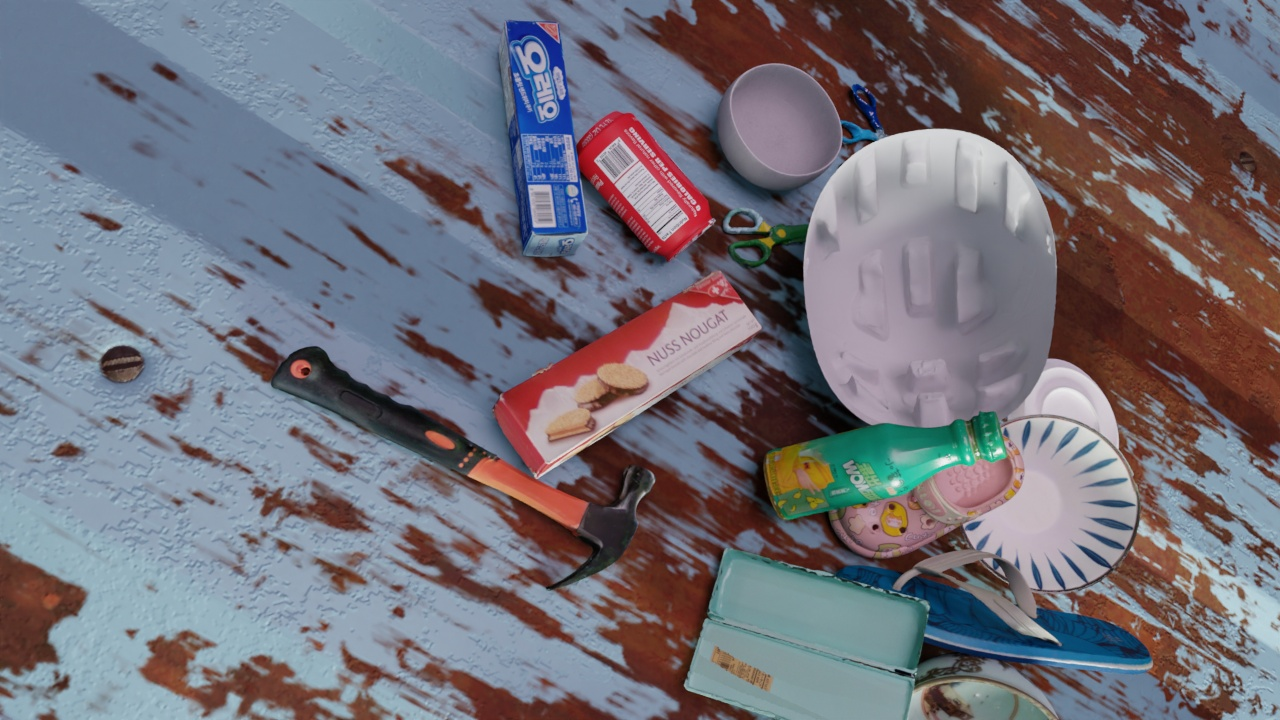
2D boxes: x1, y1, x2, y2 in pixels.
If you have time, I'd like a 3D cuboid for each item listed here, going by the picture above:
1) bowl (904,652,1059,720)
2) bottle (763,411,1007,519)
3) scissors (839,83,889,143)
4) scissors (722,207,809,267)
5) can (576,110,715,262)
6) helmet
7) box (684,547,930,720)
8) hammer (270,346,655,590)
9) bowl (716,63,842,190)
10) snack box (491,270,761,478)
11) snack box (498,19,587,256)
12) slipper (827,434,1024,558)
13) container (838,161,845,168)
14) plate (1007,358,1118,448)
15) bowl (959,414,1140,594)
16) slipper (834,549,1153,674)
[{"bbox_3d":[0.300,0.328,0.836,0.160,0.160,0.093,46,24,-3],"label":"bowl"},{"bbox_3d":[0.221,0.092,0.836,0.210,0.068,0.068,-16,77,21],"label":"bottle"},{"bbox_3d":[0.281,-0.269,1.063,0.133,0.015,0.103,20,68,-16],"label":"scissors"},{"bbox_3d":[0.145,-0.139,0.975,0.130,0.014,0.070,-14,80,-22],"label":"scissors"},{"bbox_3d":[0.004,-0.170,0.895,0.074,0.075,0.142,-41,91,-26],"label":"can"},{"bbox_3d":[0.269,-0.078,0.879,0.224,0.183,0.282,-11,113,11],"label":"helmet"},{"bbox_3d":[0.144,0.248,0.796,0.187,0.033,0.136,12,67,19],"label":"box"},{"bbox_3d":[-0.155,0.082,0.788,0.333,0.033,0.132,30,67,-9],"label":"hammer"},{"bbox_3d":[0.140,-0.240,0.973,0.131,0.064,0.131,6,72,-19],"label":"bowl"},{"bbox_3d":[-0.005,0.005,0.839,0.272,0.044,0.076,-30,80,-31],"label":"snack box"},{"bbox_3d":[-0.095,-0.214,0.882,0.059,0.060,0.226,-5,76,-18],"label":"snack box"},{"bbox_3d":[0.280,0.127,0.879,0.197,0.081,0.093,-20,80,0],"label":"slipper"},{"bbox_3d":[0.251,-0.171,0.995,0.063,0.061,0.113,17,69,-15],"label":"container"},{"bbox_3d":[0.482,0.072,1.036,0.156,0.014,0.156,6,72,-18],"label":"plate"},{"bbox_3d":[0.406,0.145,0.941,0.177,0.071,0.177,-1,83,5],"label":"bowl"},{"bbox_3d":[0.330,0.227,0.847,0.295,0.118,0.060,12,107,-1],"label":"slipper"}]
